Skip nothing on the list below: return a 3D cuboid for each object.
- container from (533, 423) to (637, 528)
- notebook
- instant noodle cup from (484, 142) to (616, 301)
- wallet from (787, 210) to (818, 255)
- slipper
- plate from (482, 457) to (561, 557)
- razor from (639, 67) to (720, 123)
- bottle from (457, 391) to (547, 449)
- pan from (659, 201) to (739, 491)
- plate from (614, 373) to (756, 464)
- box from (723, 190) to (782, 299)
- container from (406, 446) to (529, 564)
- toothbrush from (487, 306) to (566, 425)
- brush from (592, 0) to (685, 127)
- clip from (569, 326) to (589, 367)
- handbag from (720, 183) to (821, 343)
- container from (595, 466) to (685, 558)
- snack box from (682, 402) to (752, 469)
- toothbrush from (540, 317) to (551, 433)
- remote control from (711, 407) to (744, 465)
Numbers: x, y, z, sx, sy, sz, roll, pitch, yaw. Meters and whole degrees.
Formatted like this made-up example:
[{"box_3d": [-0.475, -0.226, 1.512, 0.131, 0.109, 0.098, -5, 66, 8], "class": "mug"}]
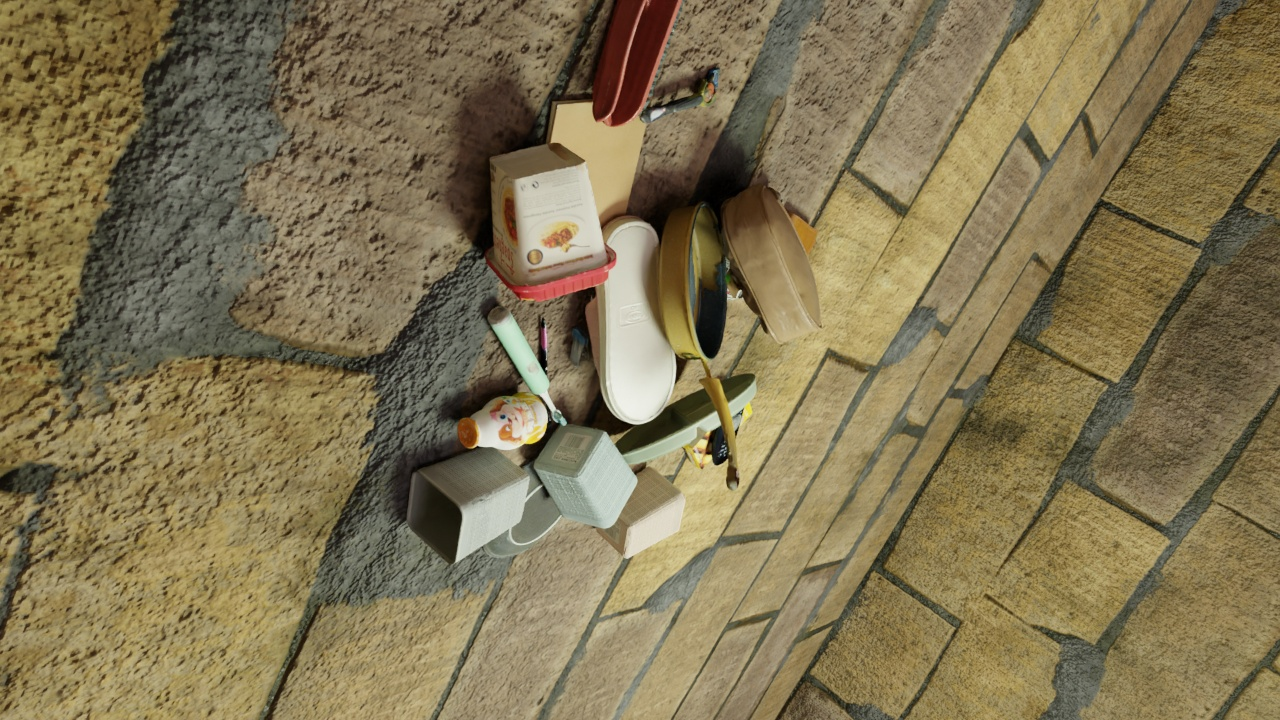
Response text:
[{"box_3d": [-0.075, 0.149, 1.212, 0.089, 0.090, 0.111, -59, 140, -31], "class": "container"}, {"box_3d": [-0.059, -0.185, 1.010, 0.149, 0.012, 0.212, -22, 136, -45], "class": "notebook"}, {"box_3d": [-0.094, -0.139, 0.903, 0.116, 0.116, 0.124, -18, 124, -20], "class": "instant noodle cup"}, {"box_3d": [0.222, -0.154, 1.414, 0.131, 0.035, 0.119, -59, 150, 9], "class": "wallet"}, {"box_3d": [-0.014, -0.046, 1.125, 0.114, 0.054, 0.275, -21, 121, -25], "class": "slipper"}, {"box_3d": [-0.143, 0.203, 1.262, 0.179, 0.024, 0.180, -35, 144, -31], "class": "plate"}, {"box_3d": [0.049, -0.293, 1.037, 0.142, 0.022, 0.043, -33, 142, -39], "class": "razor"}, {"box_3d": [-0.161, 0.074, 1.068, 0.108, 0.063, 0.063, -13, 130, -49], "class": "bottle"}, {"box_3d": [0.085, -0.019, 1.138, 0.197, 0.078, 0.357, 16, 74, -70], "class": "pan"}, {"box_3d": [0.063, 0.083, 1.283, 0.230, 0.027, 0.230, -29, -175, 2], "class": "plate"}, {"box_3d": [0.143, -0.166, 1.291, 0.085, 0.075, 0.162, 12, 117, -22], "class": "box"}, {"box_3d": [-0.199, 0.164, 1.081, 0.114, 0.090, 0.090, -23, 138, -46], "class": "container"}, {"box_3d": [-0.129, 0.014, 1.080, 0.026, 0.027, 0.225, -43, 145, -16], "class": "toothbrush"}, {"box_3d": [-0.011, -0.302, 0.905, 0.069, 0.063, 0.146, -28, 142, -62], "class": "brush"}, {"box_3d": [-0.073, -0.018, 1.142, 0.028, 0.024, 0.057, -32, 147, -28], "class": "clip"}, {"box_3d": [0.164, -0.126, 1.194, 0.204, 0.100, 0.147, 62, 23, -25], "class": "handbag"}, {"box_3d": [-0.004, 0.239, 1.433, 0.110, 0.090, 0.090, -25, 138, -37], "class": "container"}, {"box_3d": [0.129, 0.110, 1.547, 0.140, 0.034, 0.087, -48, 150, -15], "class": "snack box"}, {"box_3d": [-0.120, 0.024, 1.128, 0.017, 0.014, 0.190, -21, 137, -26], "class": "toothbrush"}, {"box_3d": [0.141, 0.115, 1.510, 0.053, 0.024, 0.137, -23, 137, -41], "class": "remote control"}]
